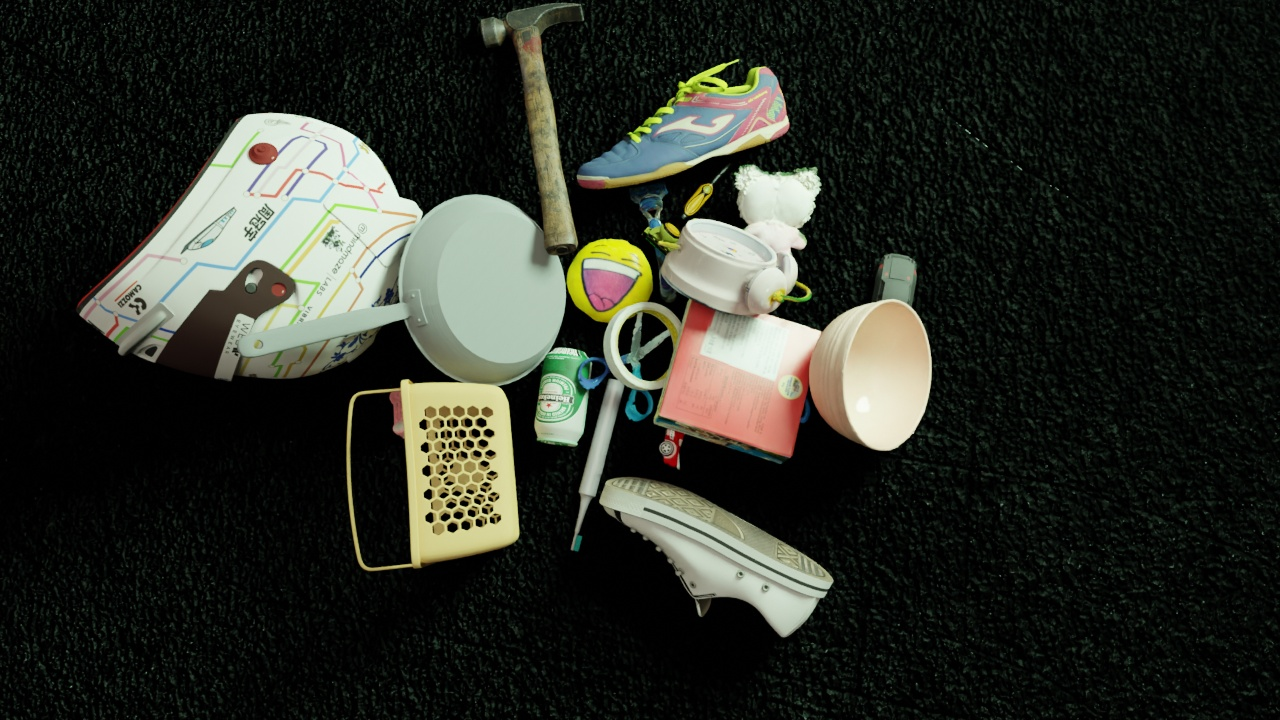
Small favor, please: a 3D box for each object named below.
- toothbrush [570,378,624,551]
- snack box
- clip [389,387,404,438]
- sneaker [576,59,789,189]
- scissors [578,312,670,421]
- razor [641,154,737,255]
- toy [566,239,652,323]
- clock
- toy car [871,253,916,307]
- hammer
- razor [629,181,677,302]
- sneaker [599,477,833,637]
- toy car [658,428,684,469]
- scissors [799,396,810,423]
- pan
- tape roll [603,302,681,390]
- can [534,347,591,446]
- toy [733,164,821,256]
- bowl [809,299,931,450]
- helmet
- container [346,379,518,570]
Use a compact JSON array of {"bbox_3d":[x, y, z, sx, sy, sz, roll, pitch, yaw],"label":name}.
[{"bbox_3d":[-0.049,0.112,0.987,0.019,0.018,0.187,13,82,9],"label":"toothbrush"},{"bbox_3d":[0.102,0.017,0.953,0.145,0.040,0.142,18,71,-3],"label":"snack box"},{"bbox_3d":[-0.262,0.062,1.018,0.023,0.045,0.059,-12,47,0],"label":"clip"},{"bbox_3d":[0.038,-0.257,1.008,0.242,0.116,0.091,-19,107,-2],"label":"sneaker"},{"bbox_3d":[-0.016,-0.002,0.984,0.118,0.014,0.129,11,86,-26],"label":"scissors"},{"bbox_3d":[0.061,-0.176,1.018,0.044,0.021,0.144,41,75,-7],"label":"razor"},{"bbox_3d":[-0.033,-0.088,1.009,0.095,0.041,0.094,15,86,1],"label":"toy"},{"bbox_3d":[0.101,-0.092,0.951,0.158,0.116,0.059,26,117,13],"label":"clock"},{"bbox_3d":[0.270,-0.071,0.979,0.042,0.036,0.091,11,81,7],"label":"toy car"},{"bbox_3d":[-0.101,-0.263,1.014,0.120,0.033,0.329,-12,66,3],"label":"hammer"},{"bbox_3d":[0.021,-0.133,1.023,0.044,0.018,0.141,-12,79,3],"label":"razor"},{"bbox_3d":[0.063,0.204,0.933,0.245,0.091,0.097,26,98,7],"label":"sneaker"},{"bbox_3d":[0.037,0.069,0.976,0.025,0.038,0.089,9,81,4],"label":"toy car"},{"bbox_3d":[0.123,0.032,0.989,0.125,0.014,0.130,42,81,11],"label":"scissors"},{"bbox_3d":[-0.212,-0.054,0.907,0.355,0.051,0.201,-19,101,-40],"label":"pan"},{"bbox_3d":[0.006,-0.015,0.980,0.094,0.019,0.094,3,83,-27],"label":"tape roll"},{"bbox_3d":[-0.083,0.039,0.985,0.053,0.053,0.101,6,80,6],"label":"can"},{"bbox_3d":[0.146,-0.159,1.006,0.096,0.041,0.109,6,94,6],"label":"toy"},{"bbox_3d":[0.223,0.013,0.933,0.076,0.153,0.153,4,77,49],"label":"bowl"},{"bbox_3d":[-0.374,-0.093,0.946,0.236,0.231,0.314,40,83,-19],"label":"helmet"},{"bbox_3d":[-0.215,0.117,0.945,0.167,0.129,0.183,-6,81,-6],"label":"container"}]
